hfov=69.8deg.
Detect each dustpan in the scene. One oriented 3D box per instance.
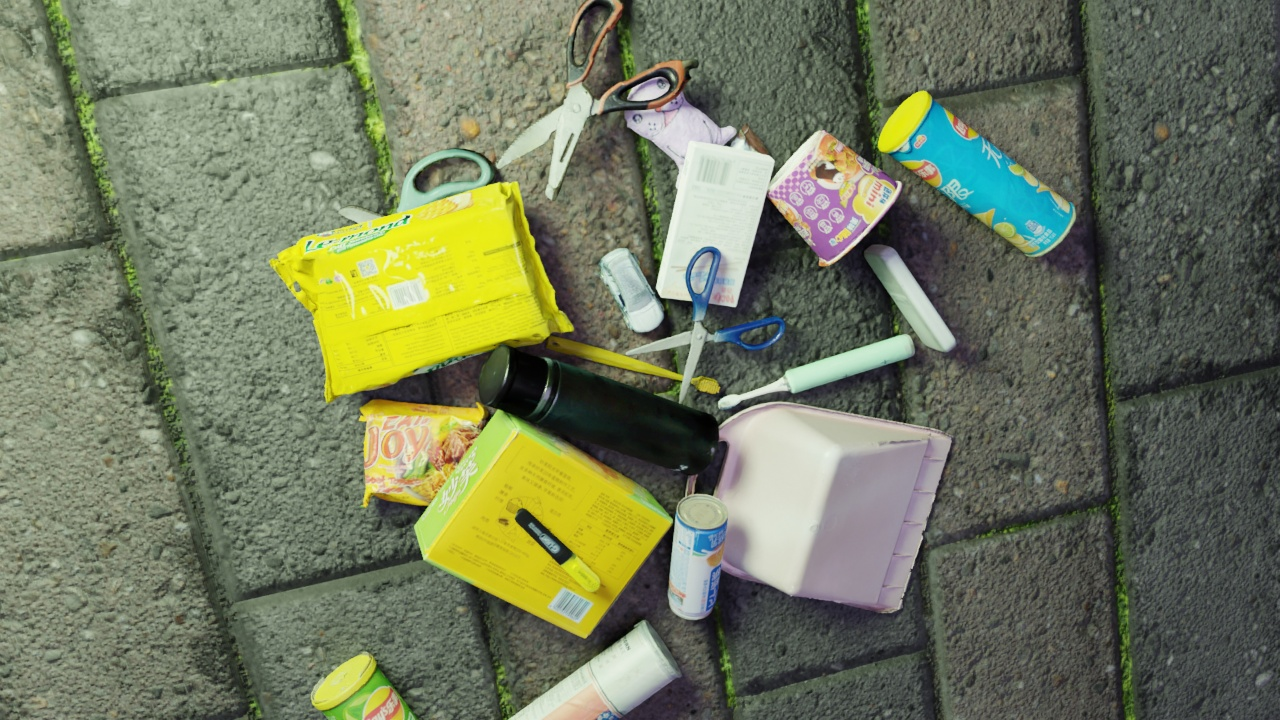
[{"bbox_3d":[0.194,0.153,1.023,0.273,0.139,0.222,12,97,-41],"label":"dustpan"}]

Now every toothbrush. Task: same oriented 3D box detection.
[{"bbox_3d":[-0.006,0.006,0.955,0.190,0.016,0.016,16,98,-13],"label":"toothbrush"},{"bbox_3d":[0.189,0.015,0.987,0.224,0.027,0.026,-17,67,-7],"label":"toothbrush"}]

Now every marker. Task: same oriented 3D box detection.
[{"bbox_3d":[-0.079,0.183,0.882,0.018,0.015,0.124,-44,117,-9],"label":"marker"}]

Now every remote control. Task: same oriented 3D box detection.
[{"bbox_3d":[0.287,-0.067,0.975,0.020,0.056,0.136,-38,104,0],"label":"remote control"}]

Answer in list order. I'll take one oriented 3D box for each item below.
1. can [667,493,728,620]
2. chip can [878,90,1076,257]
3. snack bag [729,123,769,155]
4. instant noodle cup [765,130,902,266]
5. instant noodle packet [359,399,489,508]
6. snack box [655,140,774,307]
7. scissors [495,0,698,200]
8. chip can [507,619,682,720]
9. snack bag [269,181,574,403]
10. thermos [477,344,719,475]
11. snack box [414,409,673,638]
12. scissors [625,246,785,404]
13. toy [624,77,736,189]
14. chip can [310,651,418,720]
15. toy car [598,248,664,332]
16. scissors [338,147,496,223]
[{"bbox_3d":[0.059,0.208,0.963,0.053,0.053,0.135,-2,123,-10],"label":"can"},{"bbox_3d":[0.351,-0.191,0.955,0.210,0.071,0.071,31,93,-14],"label":"chip can"},{"bbox_3d":[0.087,-0.187,0.932,0.104,0.026,0.048,-46,118,1],"label":"snack bag"},{"bbox_3d":[0.187,-0.167,0.916,0.099,0.111,0.111,41,91,-8],"label":"instant noodle cup"},{"bbox_3d":[-0.217,0.095,0.920,0.128,0.044,0.111,2,97,-11],"label":"instant noodle packet"},{"bbox_3d":[0.073,-0.134,0.919,0.084,0.027,0.157,7,113,-14],"label":"snack box"},{"bbox_3d":[-0.045,-0.254,0.867,0.226,0.015,0.189,-16,82,-8],"label":"scissors"},{"bbox_3d":[-0.063,0.370,0.983,0.214,0.071,0.071,-35,104,-2],"label":"chip can"},{"bbox_3d":[-0.202,-0.064,0.864,0.246,0.068,0.158,-17,107,-3],"label":"snack bag"},{"bbox_3d":[-0.042,0.048,0.908,0.242,0.090,0.068,22,82,-28],"label":"thermos"},{"bbox_3d":[-0.094,0.163,0.918,0.210,0.070,0.158,35,93,-28],"label":"snack box"},{"bbox_3d":[0.066,-0.036,0.935,0.173,0.012,0.162,-12,113,-10],"label":"scissors"},{"bbox_3d":[0.030,-0.231,0.906,0.108,0.039,0.084,40,90,-15],"label":"toy"},{"bbox_3d":[-0.250,0.411,0.956,0.072,0.072,0.221,-31,104,-4],"label":"chip can"},{"bbox_3d":[-0.008,-0.070,0.933,0.043,0.034,0.090,-30,105,-7],"label":"toy car"},{"bbox_3d":[-0.197,-0.115,0.898,0.170,0.019,0.181,-32,105,-5],"label":"scissors"}]
